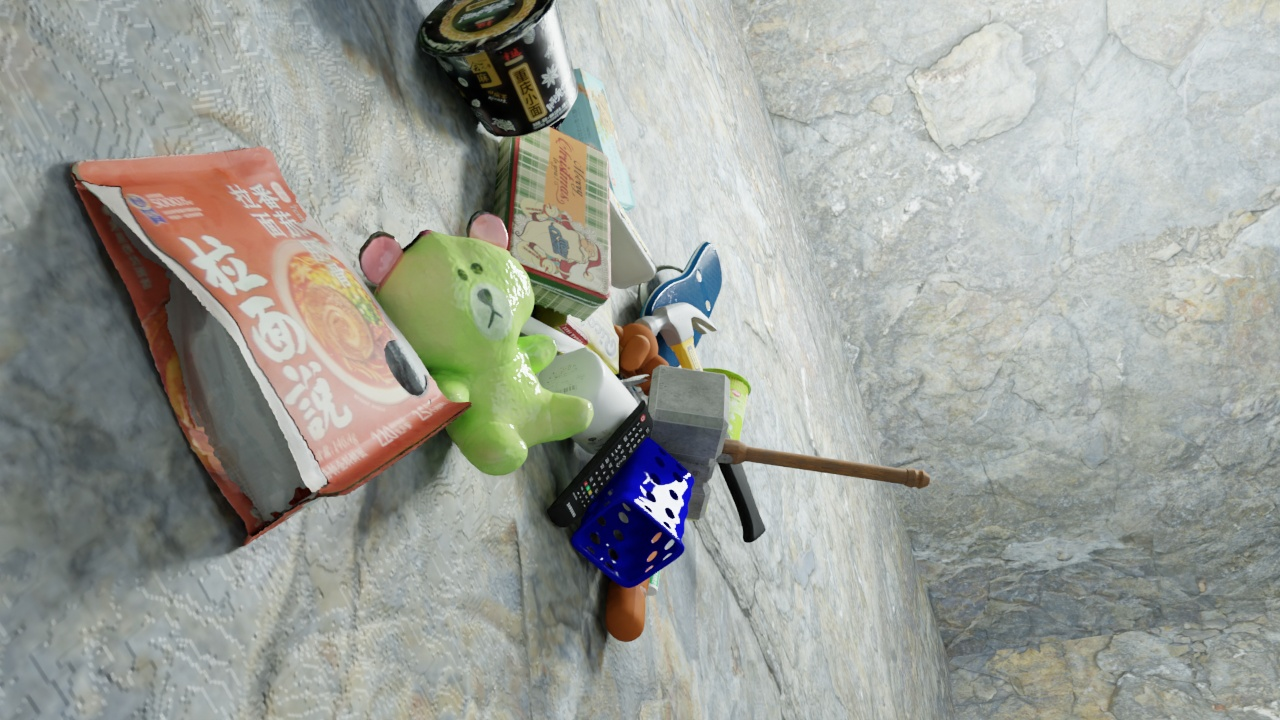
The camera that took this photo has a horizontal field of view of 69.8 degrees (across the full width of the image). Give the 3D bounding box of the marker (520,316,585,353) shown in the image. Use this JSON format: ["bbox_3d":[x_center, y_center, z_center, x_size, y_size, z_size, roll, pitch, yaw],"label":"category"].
[{"bbox_3d":[-0.095,-0.027,0.877,0.133,0.020,0.017,29,80,-48],"label":"marker"}]

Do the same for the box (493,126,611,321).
[{"bbox_3d":[-0.088,-0.145,0.915,0.117,0.051,0.205,22,48,-29],"label":"box"}]

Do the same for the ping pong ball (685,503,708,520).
[{"bbox_3d":[0.065,0.181,1.150,0.040,0.040,0.040,-16,90,-70],"label":"ping pong ball"}]

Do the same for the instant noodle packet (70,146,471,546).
[{"bbox_3d":[-0.220,-0.025,0.552,0.221,0.084,0.164,60,22,-5],"label":"instant noodle packet"}]

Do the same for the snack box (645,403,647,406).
[{"bbox_3d":[0.027,0.076,1.141,0.140,0.032,0.051,-4,79,-70],"label":"snack box"}]

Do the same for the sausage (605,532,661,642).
[{"bbox_3d":[-0.005,0.217,0.933,0.044,0.039,0.163,33,30,-8],"label":"sausage"}]

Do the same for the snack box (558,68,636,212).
[{"bbox_3d":[-0.060,-0.267,1.142,0.074,0.053,0.174,-7,81,-69],"label":"snack box"}]

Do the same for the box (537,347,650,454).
[{"bbox_3d":[-0.041,0.033,0.929,0.156,0.084,0.125,52,23,-49],"label":"box"}]

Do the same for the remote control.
[{"bbox_3d":[-0.034,0.097,0.867,0.146,0.015,0.033,-48,140,-26],"label":"remote control"}]

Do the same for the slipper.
[{"bbox_3d":[0.048,-0.077,1.274,0.293,0.060,0.118,-54,129,-53],"label":"slipper"}]

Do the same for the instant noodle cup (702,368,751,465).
[{"bbox_3d":[0.100,0.081,1.255,0.099,0.099,0.107,50,38,-48],"label":"instant noodle cup"}]

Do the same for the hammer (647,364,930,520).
[{"bbox_3d":[0.159,0.108,1.002,0.082,0.317,0.163,-82,-179,-48],"label":"hammer"}]

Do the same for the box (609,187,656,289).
[{"bbox_3d":[-0.048,-0.163,1.076,0.210,0.064,0.037,54,23,-43],"label":"box"}]

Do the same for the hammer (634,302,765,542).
[{"bbox_3d":[0.092,0.078,1.167,0.126,0.029,0.323,-30,101,-47],"label":"hammer"}]

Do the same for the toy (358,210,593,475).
[{"bbox_3d":[-0.130,-0.010,0.708,0.149,0.107,0.197,-29,94,-46],"label":"toy"}]

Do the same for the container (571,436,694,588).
[{"bbox_3d":[-0.004,0.146,0.906,0.084,0.085,0.113,43,27,-13],"label":"container"}]

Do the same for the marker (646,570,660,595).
[{"bbox_3d":[0.020,0.207,1.047,0.145,0.017,0.017,-76,145,-54],"label":"marker"}]

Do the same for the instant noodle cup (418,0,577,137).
[{"bbox_3d":[-0.125,-0.290,0.884,0.112,0.137,0.137,64,21,-47],"label":"instant noodle cup"}]

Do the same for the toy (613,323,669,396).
[{"bbox_3d":[-0.006,0.006,1.075,0.095,0.065,0.128,39,-18,31],"label":"toy"}]

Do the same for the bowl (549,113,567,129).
[{"bbox_3d":[-0.113,-0.308,1.010,0.120,0.066,0.120,-16,90,-70],"label":"bowl"}]

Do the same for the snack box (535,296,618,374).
[{"bbox_3d":[-0.067,-0.083,0.992,0.121,0.045,0.180,46,34,-52],"label":"snack box"}]
